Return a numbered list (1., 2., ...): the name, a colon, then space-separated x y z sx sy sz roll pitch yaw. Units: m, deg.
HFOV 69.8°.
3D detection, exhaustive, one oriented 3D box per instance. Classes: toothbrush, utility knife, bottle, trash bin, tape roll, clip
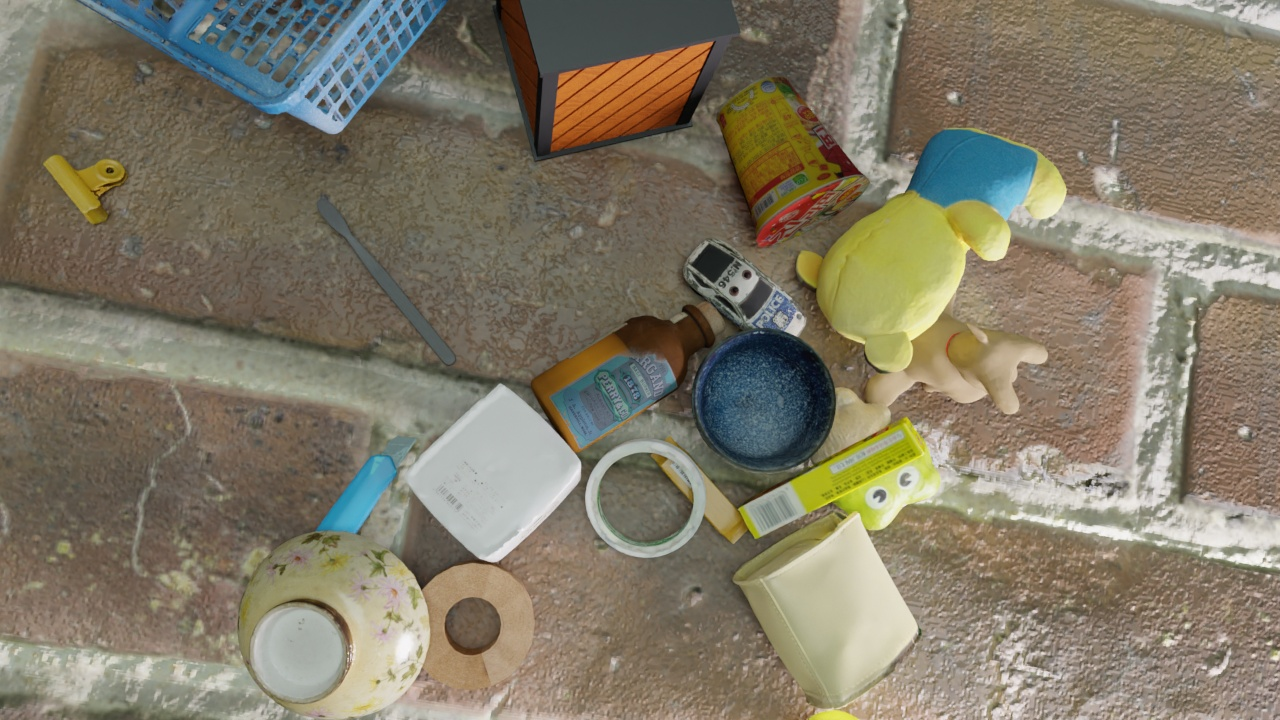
1. toothbrush: -0.203 -0.062 0.735 0.012 0.013 0.167 -39 91 -10
2. utility knife: -0.229 0.129 0.705 0.031 0.015 0.174 36 86 -5
3. bottle: -0.004 0.004 0.725 0.156 0.068 0.068 -32 88 -10
4. trash bin: -0.029 -0.261 0.699 0.139 0.172 0.139 -15 85 -9
5. tape roll: 0.004 0.108 0.726 0.094 0.018 0.094 0 94 5
6. tape roll: -0.129 0.202 0.705 0.094 0.027 0.094 1 83 -7
7. clip: -0.426 -0.137 0.711 0.048 0.046 0.054 -41 89 25

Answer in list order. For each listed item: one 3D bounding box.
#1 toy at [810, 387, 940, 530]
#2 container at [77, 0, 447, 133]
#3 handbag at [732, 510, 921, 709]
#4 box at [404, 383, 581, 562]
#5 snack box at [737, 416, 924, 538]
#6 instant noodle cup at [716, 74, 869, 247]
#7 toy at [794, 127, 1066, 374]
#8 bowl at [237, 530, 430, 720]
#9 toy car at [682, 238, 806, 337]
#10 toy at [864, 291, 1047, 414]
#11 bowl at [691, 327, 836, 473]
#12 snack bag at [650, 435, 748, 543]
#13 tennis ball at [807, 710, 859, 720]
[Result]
1. toy: 0.185 0.076 0.753 0.092 0.043 0.118 -34 85 1
2. container: -0.223 -0.348 0.694 0.257 0.089 0.361 32 79 20
3. handbag: 0.149 0.194 0.720 0.111 0.081 0.119 -29 86 -17
4. box: -0.113 0.092 0.718 0.102 0.095 0.107 43 75 11
5. snack box: 0.149 0.092 0.718 0.148 0.040 0.029 -31 83 17
6. instant noodle cup: 0.117 -0.169 0.752 0.100 0.100 0.112 -22 79 -10
7. toy: 0.223 -0.101 0.734 0.214 0.149 0.084 -43 120 -3
8. bowl: -0.231 0.199 0.657 0.145 0.063 0.145 0 93 6
9. toy car: 0.087 -0.055 0.758 0.113 0.040 0.048 39 81 -2
10. toy: 0.262 -0.004 0.746 0.105 0.108 0.134 37 79 -23
11. bowl: 0.093 0.034 0.738 0.114 0.061 0.114 1 84 -6
12. snack bag: 0.049 0.105 0.744 0.026 0.020 0.099 -43 90 -4
13. tennis ball: 0.151 0.306 0.711 0.065 0.065 0.065 1 83 -8
